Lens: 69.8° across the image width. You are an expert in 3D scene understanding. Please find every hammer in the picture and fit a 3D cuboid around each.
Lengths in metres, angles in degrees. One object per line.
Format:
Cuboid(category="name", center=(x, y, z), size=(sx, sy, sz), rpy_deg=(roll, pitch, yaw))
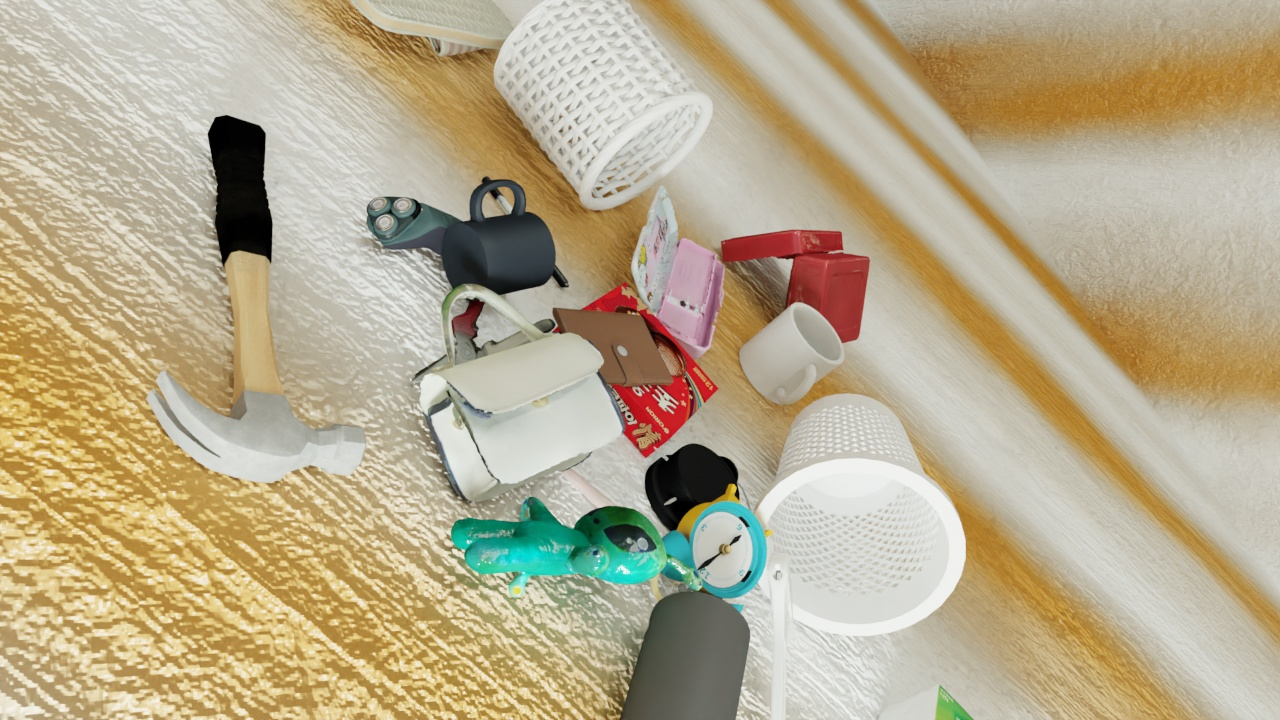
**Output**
Cuboid(category="hammer", center=(-0.292, -0.061, 0.682), size=(0.131, 0.039, 0.327), rpy_deg=(12, 47, -40))

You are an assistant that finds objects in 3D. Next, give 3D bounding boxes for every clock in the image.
Cuboid(category="clock", center=(0.061, 0.127, 0.883), size=(0.120, 0.043, 0.091), rpy_deg=(23, 41, -33))
Cuboid(category="clock", center=(0.063, 0.177, 0.808), size=(0.099, 0.044, 0.129), rpy_deg=(50, 60, -12))

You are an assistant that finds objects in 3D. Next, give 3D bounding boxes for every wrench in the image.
Cuboid(category="wrench", center=(0.115, 0.286, 0.768), size=(0.066, 0.018, 0.272), rpy_deg=(73, 19, -45))

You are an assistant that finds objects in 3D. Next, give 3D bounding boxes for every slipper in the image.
Cuboid(category="slipper", center=(-0.246, -0.404, 1.074), size=(0.115, 0.052, 0.262), rpy_deg=(50, 29, 7))

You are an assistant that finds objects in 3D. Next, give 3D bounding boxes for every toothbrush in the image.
Cuboid(category="toothbrush", center=(-0.072, 0.086, 0.797), size=(0.181, 0.018, 0.015), rpy_deg=(43, 36, -9))

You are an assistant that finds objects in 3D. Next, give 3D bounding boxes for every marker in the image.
Cuboid(category="marker", center=(-0.122, -0.136, 0.974), size=(0.152, 0.011, 0.011), rpy_deg=(53, 34, 8))

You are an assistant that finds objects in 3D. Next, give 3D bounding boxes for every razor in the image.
Cuboid(category="razor", center=(-0.188, -0.116, 0.854), size=(0.142, 0.052, 0.047), rpy_deg=(16, 42, -53))

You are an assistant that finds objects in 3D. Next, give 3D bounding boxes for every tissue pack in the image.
Cuboid(category="tissue pack", center=(0.320, 0.389, 0.816), size=(0.197, 0.142, 0.120), rpy_deg=(43, 34, -7))

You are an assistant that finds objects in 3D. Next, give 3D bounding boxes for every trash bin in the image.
Cuboid(category="trash bin", center=(0.213, 0.136, 0.934), size=(0.195, 0.196, 0.199), rpy_deg=(42, 24, -9))

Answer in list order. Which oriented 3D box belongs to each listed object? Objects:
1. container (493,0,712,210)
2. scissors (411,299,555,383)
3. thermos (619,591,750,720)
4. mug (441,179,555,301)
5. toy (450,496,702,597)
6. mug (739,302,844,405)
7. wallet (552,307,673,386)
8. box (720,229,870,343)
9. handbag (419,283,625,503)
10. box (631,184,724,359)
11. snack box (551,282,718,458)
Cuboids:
Cuboid(category="container", center=(-0.045, -0.308, 1.078), size=(0.187, 0.190, 0.188), rpy_deg=(53, 34, 10))
Cuboid(category="scissors", center=(-0.141, -0.024, 0.834), size=(0.179, 0.015, 0.184), rpy_deg=(9, 50, -44))
Cuboid(category="thermos", center=(0.020, 0.279, 0.643), size=(0.082, 0.082, 0.239), rpy_deg=(40, 34, -11))
Cuboid(category="mug", center=(-0.129, -0.112, 0.836), size=(0.071, 0.105, 0.077), rpy_deg=(21, 28, 40))
Cuboid(category="toy", center=(-0.049, 0.147, 0.703), size=(0.193, 0.072, 0.131), rpy_deg=(7, 9, -29))
Cuboid(category="mug", center=(0.183, 0.002, 1.105), size=(0.091, 0.090, 0.121), rpy_deg=(32, 37, -23))
Cuboid(category="wallet", center=(-0.025, -0.013, 0.887), size=(0.120, 0.013, 0.087), rpy_deg=(2, 54, -48))
Cuboid(category="box", center=(0.222, -0.097, 1.262), size=(0.156, 0.157, 0.170), rpy_deg=(-10, 91, -53))
Cuboid(category="handbag", center=(-0.106, 0.011, 0.749), size=(0.150, 0.074, 0.176), rpy_deg=(-18, 77, -45))
Cuboid(category="box", center=(0.036, -0.101, 1.077), size=(0.153, 0.067, 0.200), rpy_deg=(46, 32, -21))
Cuboid(category="snack box", center=(-0.006, 0.005, 0.938), size=(0.152, 0.036, 0.132), rpy_deg=(49, 33, 2))
